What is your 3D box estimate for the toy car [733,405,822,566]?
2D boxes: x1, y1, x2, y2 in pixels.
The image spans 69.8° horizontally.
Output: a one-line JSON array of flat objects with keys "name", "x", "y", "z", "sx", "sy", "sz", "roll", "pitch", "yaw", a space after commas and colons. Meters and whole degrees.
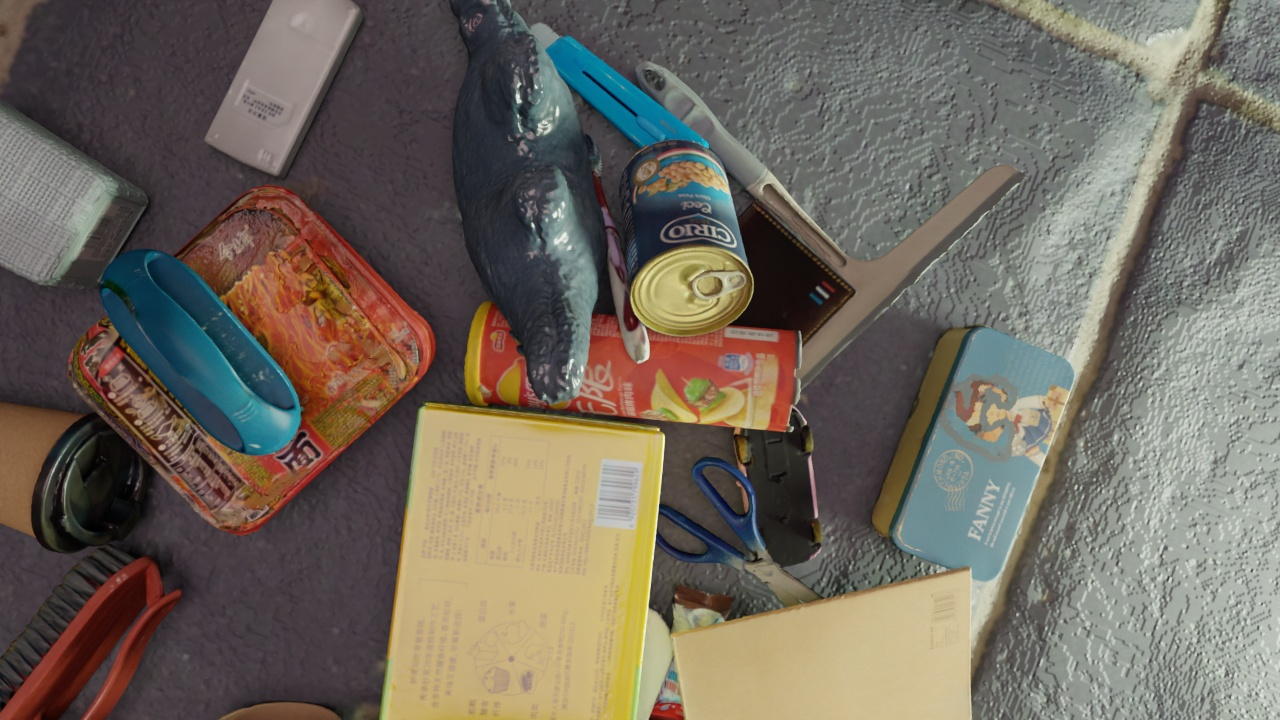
[{"name": "toy car", "x": 0.098, "y": 0.089, "z": 0.659, "sx": 0.056, "sy": 0.037, "sz": 0.122, "roll": -9, "pitch": 104, "yaw": 1}]

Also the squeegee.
[{"name": "squeegee", "x": 0.088, "y": -0.123, "z": 0.656, "sx": 0.246, "sy": 0.039, "sz": 0.247, "roll": 45, "pitch": 105, "yaw": 3}]

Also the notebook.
[{"name": "notebook", "x": 0.133, "y": 0.228, "z": 0.645, "sx": 0.211, "sy": 0.012, "sz": 0.150, "roll": -11, "pitch": 114, "yaw": -5}]

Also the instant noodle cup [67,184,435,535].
[{"name": "instant noodle cup", "x": -0.246, "y": -0.003, "z": 0.604, "sx": 0.189, "sy": 0.079, "sz": 0.164, "roll": -42, "pitch": 94, "yaw": -3}]

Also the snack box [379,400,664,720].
[{"name": "snack box", "x": -0.075, "y": 0.138, "z": 0.592, "sx": 0.157, "sy": 0.070, "sz": 0.210, "roll": 6, "pitch": 86, "yaw": -7}]

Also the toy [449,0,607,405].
[{"name": "toy", "x": -0.075, "y": -0.115, "z": 0.582, "sx": 0.091, "sy": 0.138, "sz": 0.355, "roll": -14, "pitch": 65, "yaw": -2}]

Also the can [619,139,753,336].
[{"name": "can", "x": 0.026, "y": -0.081, "z": 0.590, "sx": 0.075, "sy": 0.075, "sz": 0.111, "roll": -2, "pitch": 48, "yaw": -6}]

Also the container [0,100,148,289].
[{"name": "container", "x": -0.395, "y": -0.106, "z": 0.587, "sx": 0.111, "sy": 0.090, "sz": 0.090, "roll": 31, "pitch": 87, "yaw": -9}]

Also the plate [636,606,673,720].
[{"name": "plate", "x": -0.074, "y": 0.226, "z": 0.644, "sx": 0.164, "sy": 0.034, "sz": 0.163, "roll": 24, "pitch": 88, "yaw": -5}]

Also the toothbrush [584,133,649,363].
[{"name": "toothbrush", "x": -0.018, "y": -0.079, "z": 0.610, "sx": 0.016, "sy": 0.017, "sz": 0.187, "roll": -9, "pitch": 60, "yaw": -7}]

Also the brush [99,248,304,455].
[{"name": "brush", "x": -0.253, "y": -0.005, "z": 0.527, "sx": 0.055, "sy": 0.074, "sz": 0.144, "roll": -41, "pitch": 91, "yaw": -13}]

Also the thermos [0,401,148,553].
[{"name": "thermos", "x": -0.401, "y": 0.066, "z": 0.590, "sx": 0.143, "sy": 0.093, "sz": 0.093, "roll": 13, "pitch": 89, "yaw": 3}]

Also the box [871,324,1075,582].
[{"name": "box", "x": 0.234, "y": 0.070, "z": 0.660, "sx": 0.090, "sy": 0.059, "sz": 0.184, "roll": 20, "pitch": 87, "yaw": -5}]

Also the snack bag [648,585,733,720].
[{"name": "snack bag", "x": 0.033, "y": 0.215, "z": 0.658, "sx": 0.045, "sy": 0.026, "sz": 0.105, "roll": 15, "pitch": 88, "yaw": -4}]

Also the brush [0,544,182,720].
[{"name": "brush", "x": -0.365, "y": 0.192, "z": 0.603, "sx": 0.069, "sy": 0.063, "sz": 0.145, "roll": 35, "pitch": 85, "yaw": 7}]

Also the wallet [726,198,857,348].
[{"name": "wallet", "x": 0.074, "y": -0.037, "z": 0.642, "sx": 0.096, "sy": 0.020, "sz": 0.122, "roll": 44, "pitch": 107, "yaw": 3}]

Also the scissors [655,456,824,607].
[{"name": "scissors", "x": 0.085, "y": 0.134, "z": 0.644, "sx": 0.169, "sy": 0.012, "sz": 0.147, "roll": 11, "pitch": 111, "yaw": 13}]

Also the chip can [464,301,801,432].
[{"name": "chip can", "x": -0.004, "y": 0.004, "z": 0.613, "sx": 0.217, "sy": 0.073, "sz": 0.073, "roll": 4, "pitch": 90, "yaw": 4}]

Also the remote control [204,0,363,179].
[{"name": "remote control", "x": -0.244, "y": -0.196, "z": 0.632, "sx": 0.056, "sy": 0.019, "sz": 0.135, "roll": 25, "pitch": 88, "yaw": -5}]

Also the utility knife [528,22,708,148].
[{"name": "utility knife", "x": -0.019, "y": -0.184, "z": 0.642, "sx": 0.166, "sy": 0.018, "sz": 0.034, "roll": 41, "pitch": 110, "yaw": 8}]

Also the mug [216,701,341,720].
[{"name": "mug", "x": -0.224, "y": 0.294, "z": 0.607, "sx": 0.124, "sy": 0.084, "sz": 0.103, "roll": 5, "pitch": 92, "yaw": -5}]
